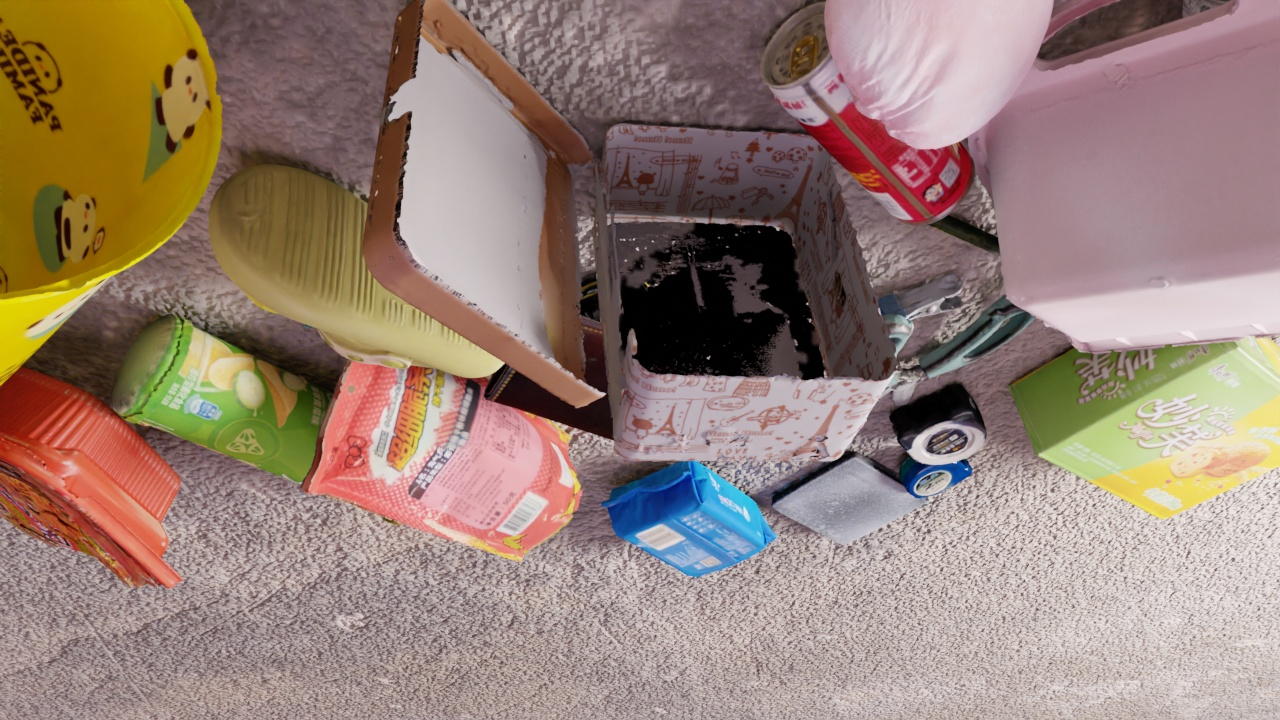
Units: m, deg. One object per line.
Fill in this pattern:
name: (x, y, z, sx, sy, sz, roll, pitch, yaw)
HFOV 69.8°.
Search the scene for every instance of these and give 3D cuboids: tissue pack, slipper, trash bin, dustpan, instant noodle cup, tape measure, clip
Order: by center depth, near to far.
trash bin: (-0.337, -0.067, 0.371, 0.229, 0.229, 0.256, 28, 136, -36)
dustpan: (0.314, -0.096, 0.506, 0.223, 0.138, 0.273, -8, 169, 42)
slipper: (-0.163, -0.034, 0.533, 0.190, 0.091, 0.082, 26, 134, -38)
instant noodle cup: (-0.386, 0.068, 0.598, 0.189, 0.078, 0.165, 17, 147, 18)
clip: (0.192, -0.040, 0.627, 0.057, 0.024, 0.030, -16, 145, 4)
tape measure: (0.244, 0.055, 0.745, 0.066, 0.033, 0.066, -25, 136, 24)
tape measure: (0.255, 0.096, 0.803, 0.058, 0.025, 0.054, -36, 133, 20)
tissue pack: (0.046, 0.139, 0.805, 0.095, 0.052, 0.157, -26, 137, 25)

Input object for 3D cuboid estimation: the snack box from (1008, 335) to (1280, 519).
snack box: (0.422, 0.040, 0.724, 0.210, 0.070, 0.158, 23, 133, -32)

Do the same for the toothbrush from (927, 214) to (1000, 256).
toothbrush: (0.231, -0.073, 0.601, 0.185, 0.012, 0.017, 16, 147, -26)

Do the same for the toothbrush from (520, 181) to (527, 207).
toothbrush: (-0.067, -0.042, 0.590, 0.021, 0.029, 0.189, -34, 151, -25)

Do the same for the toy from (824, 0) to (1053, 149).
toy: (0.149, -0.176, 0.408, 0.121, 0.054, 0.159, 27, 103, -34)

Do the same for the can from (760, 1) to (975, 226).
can: (0.122, -0.127, 0.485, 0.053, 0.053, 0.132, -34, 134, 29)

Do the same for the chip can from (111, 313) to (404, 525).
chip can: (-0.241, 0.046, 0.631, 0.073, 0.072, 0.221, -32, 135, 28)

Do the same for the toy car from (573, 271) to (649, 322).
toy car: (-0.004, 0.004, 0.636, 0.071, 0.041, 0.156, -14, 136, 14)

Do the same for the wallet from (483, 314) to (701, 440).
wallet: (-0.028, 0.013, 0.601, 0.122, 0.020, 0.097, 19, 134, -25)

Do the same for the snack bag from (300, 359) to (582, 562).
snack bag: (-0.130, 0.064, 0.646, 0.073, 0.128, 0.207, 9, 161, 42)

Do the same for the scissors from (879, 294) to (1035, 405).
scissors: (0.215, -0.007, 0.661, 0.179, 0.019, 0.172, -22, 153, 8)

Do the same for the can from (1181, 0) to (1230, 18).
can: (0.315, -0.148, 0.484, 0.058, 0.058, 0.147, -18, 140, 14)

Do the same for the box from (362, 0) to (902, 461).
box: (-0.007, -0.055, 0.457, 0.273, 0.178, 0.124, 17, 138, -28)

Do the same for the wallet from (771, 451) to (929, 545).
wallet: (0.192, 0.127, 0.841, 0.120, 0.019, 0.097, 29, 127, -35)
